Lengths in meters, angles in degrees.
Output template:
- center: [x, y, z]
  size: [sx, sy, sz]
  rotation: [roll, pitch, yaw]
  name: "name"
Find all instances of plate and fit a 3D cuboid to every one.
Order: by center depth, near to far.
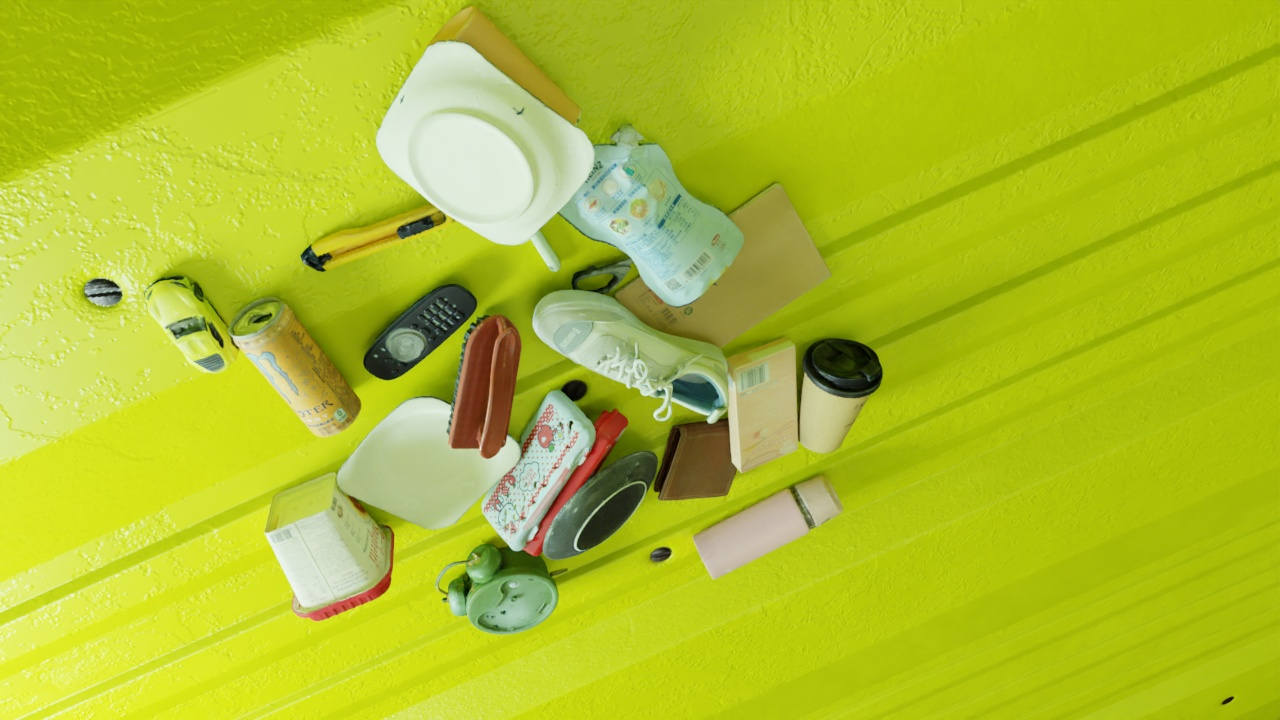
- center: [-0.137, -0.167, 0.769]
  size: [0.164, 0.034, 0.164]
  rotation: [34, 136, -18]
  name: "plate"
- center: [-0.234, 0.108, 1.020]
  size: [0.164, 0.034, 0.163]
  rotation: [-43, 128, 16]
  name: "plate"
- center: [-0.041, 0.180, 1.094]
  size: [0.179, 0.024, 0.180]
  rotation: [-35, 153, -21]
  name: "plate"

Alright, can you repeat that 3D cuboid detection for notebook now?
- center: [0.093, -0.083, 0.999]
  size: [0.208, 0.008, 0.148]
  rotation: [-34, 130, 9]
  name: "notebook"

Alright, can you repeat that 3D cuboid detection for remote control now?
- center: [-0.222, -0.031, 0.922]
  size: [0.136, 0.024, 0.053]
  rotation: [-38, 131, 14]
  name: "remote control"

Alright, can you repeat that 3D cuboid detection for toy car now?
- center: [-0.416, -0.030, 0.852]
  size: [0.048, 0.032, 0.105]
  rotation: [-21, 129, -2]
  name: "toy car"

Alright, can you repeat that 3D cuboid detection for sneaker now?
- center: [-0.006, 0.006, 0.968]
  size: [0.242, 0.090, 0.090]
  rotation: [20, 132, -28]
  name: "sneaker"

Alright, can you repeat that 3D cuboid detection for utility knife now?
- center: [-0.209, -0.127, 0.845]
  size: [0.223, 0.015, 0.033]
  rotation: [-19, 134, 4]
  name: "utility knife"

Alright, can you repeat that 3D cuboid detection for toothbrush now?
- center: [-0.124, -0.152, 0.865]
  size: [0.020, 0.029, 0.189]
  rotation: [-58, 137, -25]
  name: "toothbrush"

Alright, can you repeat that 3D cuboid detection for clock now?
- center: [-0.180, 0.288, 1.166]
  size: [0.161, 0.056, 0.116]
  rotation: [20, 118, -31]
  name: "clock"

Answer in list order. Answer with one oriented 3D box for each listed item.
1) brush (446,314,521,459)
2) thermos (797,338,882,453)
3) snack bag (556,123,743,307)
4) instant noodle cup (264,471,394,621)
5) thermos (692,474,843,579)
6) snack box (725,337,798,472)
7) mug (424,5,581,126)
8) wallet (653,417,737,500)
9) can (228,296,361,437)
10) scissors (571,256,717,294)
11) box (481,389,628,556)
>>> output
- center: [-0.154, 0.024, 0.938]
  size: [0.063, 0.069, 0.146]
  rotation: [2, 109, -33]
  name: "brush"
- center: [0.230, 0.043, 1.097]
  size: [0.093, 0.093, 0.143]
  rotation: [-7, 135, -14]
  name: "thermos"
- center: [0.010, -0.138, 0.892]
  size: [0.110, 0.038, 0.191]
  rotation: [-42, 123, 15]
  name: "snack bag"
- center: [-0.345, 0.201, 1.013]
  size: [0.116, 0.116, 0.124]
  rotation: [-21, 119, -2]
  name: "instant noodle cup"
- center: [0.173, 0.222, 1.236]
  size: [0.198, 0.067, 0.087]
  rotation: [-28, 162, 2]
  name: "thermos"
- center: [0.146, 0.055, 1.093]
  size: [0.084, 0.026, 0.157]
  rotation: [-20, 126, -18]
  name: "snack box"
- center: [-0.118, -0.231, 0.772]
  size: [0.078, 0.078, 0.123]
  rotation: [-38, 124, 12]
  name: "mug"
- center: [0.078, 0.123, 1.143]
  size: [0.101, 0.032, 0.125]
  rotation: [-1, 127, -22]
  name: "wallet"
- center: [-0.333, 0.009, 0.893]
  size: [0.058, 0.058, 0.146]
  rotation: [-24, 131, 1]
  name: "can"
- center: [0.006, -0.110, 0.937]
  size: [0.160, 0.014, 0.181]
  rotation: [-43, 123, 15]
  name: "scissors"
- center: [-0.109, 0.126, 1.066]
  size: [0.100, 0.095, 0.202]
  rotation: [35, 115, 5]
  name: "box"
